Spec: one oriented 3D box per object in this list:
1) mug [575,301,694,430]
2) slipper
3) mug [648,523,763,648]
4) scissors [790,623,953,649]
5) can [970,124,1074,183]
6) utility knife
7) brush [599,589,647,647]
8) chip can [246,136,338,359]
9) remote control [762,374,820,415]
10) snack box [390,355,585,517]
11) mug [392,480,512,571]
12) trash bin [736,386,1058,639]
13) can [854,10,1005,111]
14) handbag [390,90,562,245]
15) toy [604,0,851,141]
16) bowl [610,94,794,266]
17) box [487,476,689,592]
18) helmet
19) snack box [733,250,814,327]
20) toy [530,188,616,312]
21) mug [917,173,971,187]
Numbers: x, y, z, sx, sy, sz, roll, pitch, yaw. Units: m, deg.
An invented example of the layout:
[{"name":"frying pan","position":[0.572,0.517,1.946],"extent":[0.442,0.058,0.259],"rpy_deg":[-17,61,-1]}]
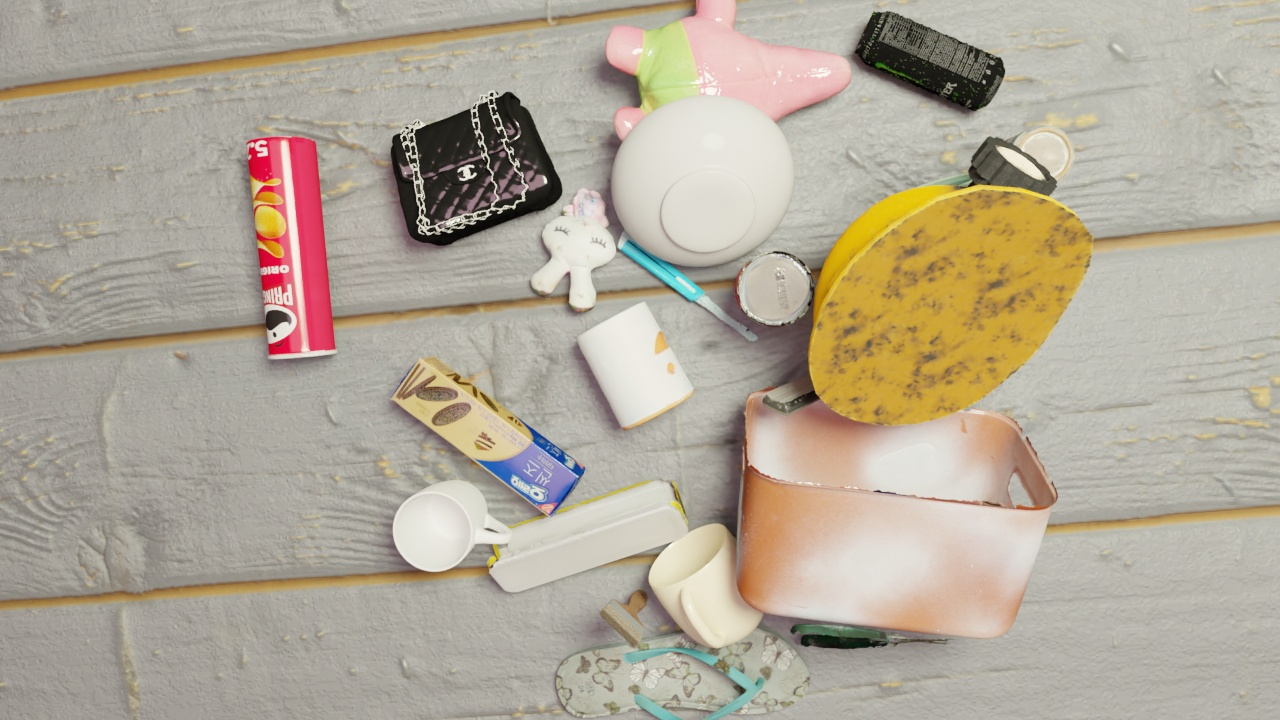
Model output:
[{"name":"mug","position":[-0.005,0.005,0.919],"extent":[0.082,0.082,0.105],"rpy_deg":[-28,91,6]},{"name":"slipper","position":[0.041,0.330,0.958],"extent":[0.269,0.054,0.098],"rpy_deg":[-5,92,7]},{"name":"mug","position":[0.072,0.238,0.913],"extent":[0.096,0.120,0.100],"rpy_deg":[-30,103,21]},{"name":"scissors","position":[0.193,0.262,0.866],"extent":[0.201,0.204,0.015],"rpy_deg":[14,67,-26]},{"name":"can","position":[0.348,-0.179,0.845],"extent":[0.054,0.135,0.054],"rpy_deg":[0,95,4]},{"name":"utility knife","position":[0.050,-0.075,0.942],"extent":[0.176,0.015,0.022],"rpy_deg":[36,71,0]},{"name":"brush","position":[-0.008,0.247,0.909],"extent":[0.045,0.143,0.008],"rpy_deg":[42,95,9]},{"name":"chip can","position":[-0.359,-0.114,0.945],"extent":[0.069,0.069,0.220],"rpy_deg":[-4,94,5]},{"name":"remote control","position":[0.173,0.023,0.889],"extent":[0.033,0.136,0.013],"rpy_deg":[28,126,41]},{"name":"snack box","position":[-0.154,0.076,0.950],"extent":[0.207,0.056,0.057],"rpy_deg":[36,96,1]},{"name":"mug","position":[-0.185,0.168,0.945],"extent":[0.114,0.087,0.081],"rpy_deg":[10,95,4]},{"name":"trash bin","position":[0.217,0.140,0.851],"extent":[0.260,0.181,0.157],"rpy_deg":[6,114,4]},{"name":"can","position":[0.278,-0.289,0.882],"extent":[0.138,0.054,0.054],"rpy_deg":[24,96,3]},{"name":"handbag","position":[-0.171,-0.192,0.901],"extent":[0.154,0.114,0.125],"rpy_deg":[-19,91,10]},{"name":"toy","position":[0.086,-0.268,0.885],"extent":[0.236,0.096,0.192],"rpy_deg":[-6,104,-3]},{"name":"bowl","position":[0.061,-0.154,0.863],"extent":[0.176,0.066,0.177],"rpy_deg":[-1,130,-2]},{"name":"box","position":[-0.054,0.185,0.956],"extent":[0.210,0.070,0.067],"rpy_deg":[-18,114,6]},{"name":"helmet","position":[0.244,-0.074,0.799],"extent":[0.205,0.131,0.256],"rpy_deg":[17,128,-21]},{"name":"snack box","position":[0.126,-0.069,0.881],"extent":[0.072,0.121,0.072],"rpy_deg":[0,94,6]},{"name":"toy","position":[-0.066,-0.114,0.936],"extent":[0.079,0.038,0.122],"rpy_deg":[17,94,10]},{"name":"mug","position":[0.284,-0.114,0.883],"extent":[0.111,0.084,0.104],"rpy_deg":[-18,103,4]}]
